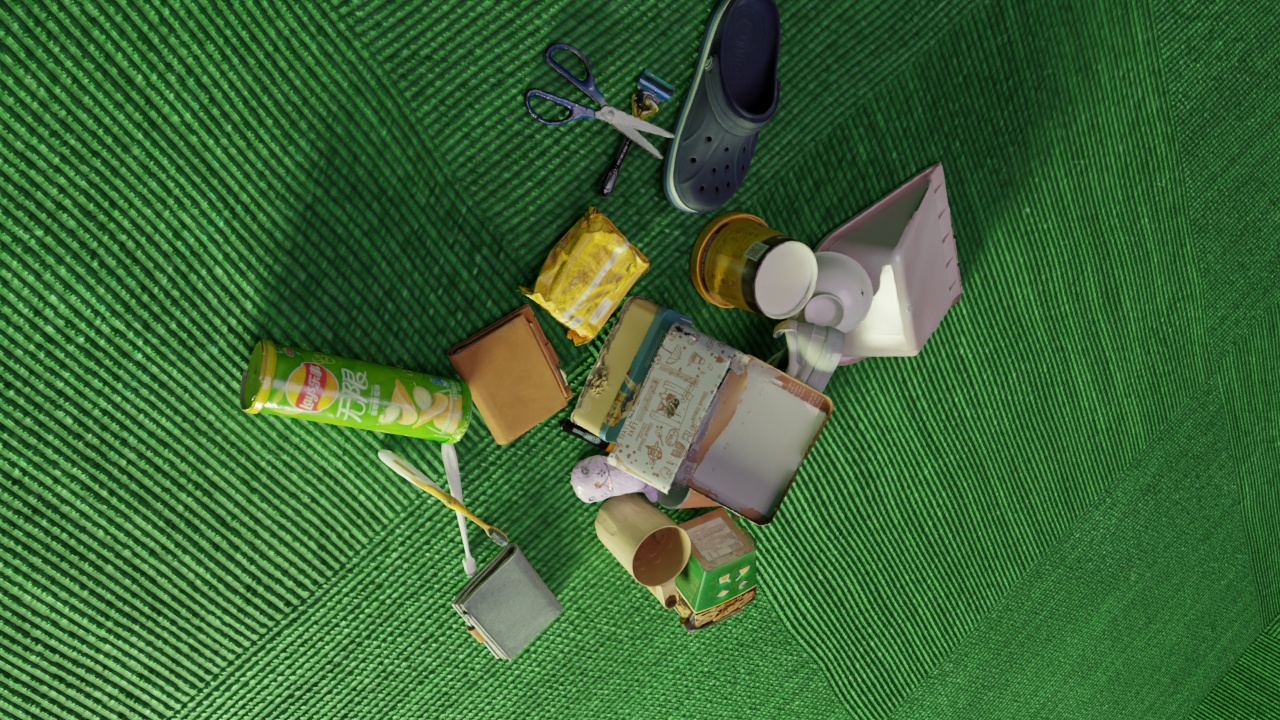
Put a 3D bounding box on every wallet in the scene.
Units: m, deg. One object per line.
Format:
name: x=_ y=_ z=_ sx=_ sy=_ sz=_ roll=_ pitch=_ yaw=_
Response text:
wallet: x=-0.164 y=0.297 z=1.116 sx=0.106 sy=0.037 sz=0.130 roll=-42 pitch=130 yaw=-19
wallet: x=-0.141 y=0.017 z=1.021 sx=0.107 sy=0.031 sz=0.132 roll=-33 pitch=124 yaw=-14

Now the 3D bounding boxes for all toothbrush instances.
toothbrush: x=-0.209 y=0.169 z=1.053 sx=0.016 sy=0.016 sz=0.180 roll=-17 pitch=115 yaw=-27
toothbrush: x=-0.217 y=0.156 z=1.024 sx=0.016 sy=0.018 sz=0.191 roll=-47 pitch=117 yaw=1

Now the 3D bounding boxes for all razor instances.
razor: x=-0.012 y=-0.242 z=0.999 sx=0.042 sy=0.022 sz=0.143 roll=24 pitch=96 yaw=-21

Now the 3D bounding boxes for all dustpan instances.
dustpan: x=0.327 y=-0.120 z=1.263 sx=0.272 sy=0.139 sz=0.223 roll=-47 pitch=129 yaw=-42

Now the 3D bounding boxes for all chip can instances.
chip can: x=-0.277 y=0.035 z=0.920 sx=0.221 sy=0.072 sz=0.072 roll=14 pitch=101 yaw=-35

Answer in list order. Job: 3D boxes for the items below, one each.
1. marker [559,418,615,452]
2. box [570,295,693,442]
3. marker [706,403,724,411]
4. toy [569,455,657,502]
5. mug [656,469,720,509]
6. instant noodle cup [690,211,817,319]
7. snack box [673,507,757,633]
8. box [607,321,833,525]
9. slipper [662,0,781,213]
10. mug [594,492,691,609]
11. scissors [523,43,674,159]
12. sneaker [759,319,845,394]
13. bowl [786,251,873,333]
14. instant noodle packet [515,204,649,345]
marker: x=-0.049 y=0.098 z=1.118 sx=0.123 sy=0.015 sz=0.018 roll=29 pitch=91 yaw=-36
box: x=-0.006 y=0.006 z=1.064 sx=0.089 sy=0.059 sz=0.184 roll=11 pitch=107 yaw=-62
marker: x=0.077 y=0.064 z=1.179 sx=0.130 sy=0.018 sz=0.023 roll=-21 pitch=132 yaw=-22
toy: x=-0.032 y=0.143 z=1.123 sx=0.108 sy=0.039 sz=0.084 roll=-9 pitch=111 yaw=-8
mug: x=0.084 y=0.156 z=1.189 sx=0.122 sy=0.078 sz=0.078 roll=11 pitch=103 yaw=-39
instant noodle cup: x=0.138 y=-0.108 z=1.087 sx=0.118 sy=0.114 sz=0.118 roll=-11 pitch=114 yaw=-27
snack box: x=0.085 y=0.260 z=1.185 sx=0.117 sy=0.118 sz=0.106 roll=-18 pitch=136 yaw=-25
box: x=0.093 y=0.078 z=1.031 sx=0.226 sy=0.156 sz=0.180 roll=28 pitch=93 yaw=-1
slipper: x=0.106 y=-0.281 z=1.014 sx=0.105 sy=0.095 sz=0.253 roll=10 pitch=100 yaw=-31
mug: x=0.005 y=0.236 z=1.151 sx=0.084 sy=0.103 sz=0.125 roll=-24 pitch=120 yaw=-21
scissors: x=-0.046 y=-0.256 z=0.965 sx=0.140 sy=0.012 sz=0.171 roll=-36 pitch=114 yaw=-8
sneaker: x=0.175 y=0.045 z=1.171 sx=0.091 sy=0.089 sz=0.243 roll=17 pitch=132 yaw=1
bowl: x=0.231 y=-0.071 z=1.152 sx=0.118 sy=0.064 sz=0.118 roll=6 pitch=117 yaw=11
instant noodle packet: x=-0.062 y=-0.092 z=1.017 sx=0.128 sy=0.044 sz=0.110 roll=-50 pitch=127 yaw=-2
